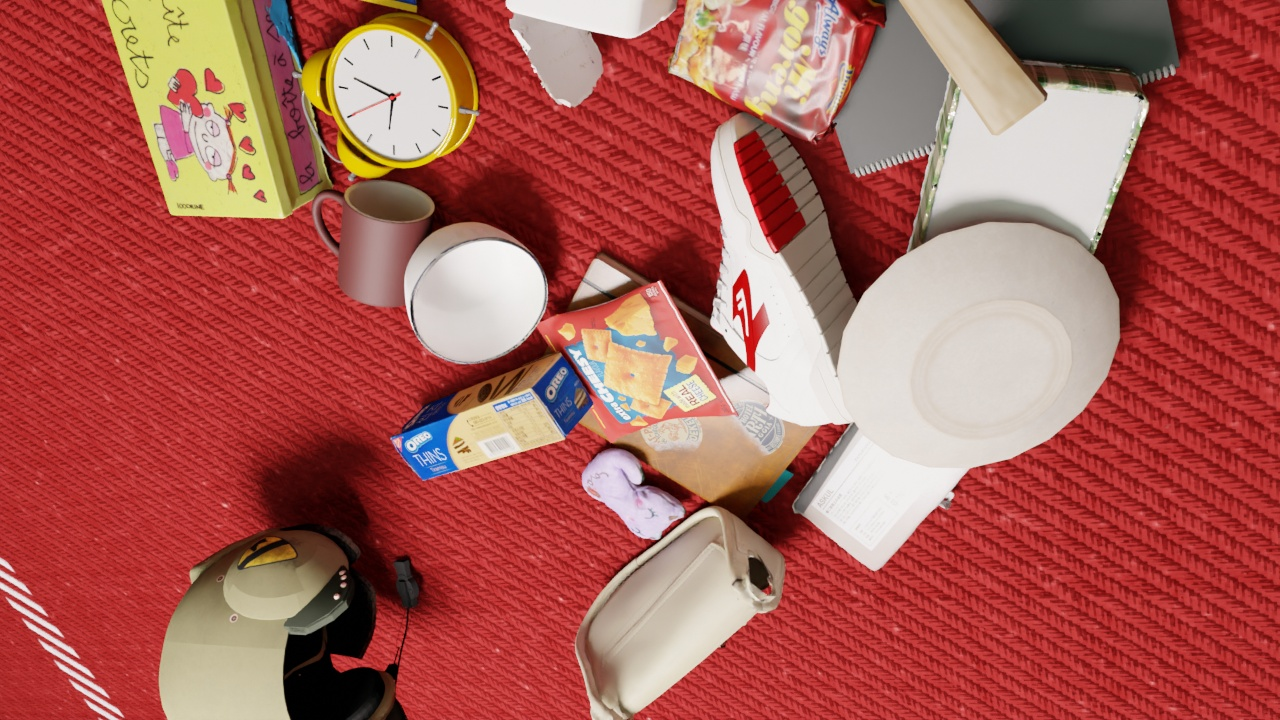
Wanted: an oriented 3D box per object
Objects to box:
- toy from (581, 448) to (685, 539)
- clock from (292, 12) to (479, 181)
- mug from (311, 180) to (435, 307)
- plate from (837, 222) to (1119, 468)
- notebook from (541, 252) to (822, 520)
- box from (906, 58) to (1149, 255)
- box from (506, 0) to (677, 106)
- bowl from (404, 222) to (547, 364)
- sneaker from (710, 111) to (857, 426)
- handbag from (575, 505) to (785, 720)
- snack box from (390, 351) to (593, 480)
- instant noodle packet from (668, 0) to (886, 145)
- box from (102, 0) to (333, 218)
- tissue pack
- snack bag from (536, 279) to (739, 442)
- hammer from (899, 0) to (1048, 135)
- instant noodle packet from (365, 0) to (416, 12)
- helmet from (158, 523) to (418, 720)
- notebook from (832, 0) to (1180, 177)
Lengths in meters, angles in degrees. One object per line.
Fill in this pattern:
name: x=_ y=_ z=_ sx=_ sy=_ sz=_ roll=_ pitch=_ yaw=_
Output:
toy: x=-0.006 y=0.124 z=0.853 sx=0.099 sy=0.036 sz=0.080 roll=37 pitch=134 yaw=-3
clock: x=-0.200 y=-0.205 z=0.722 sx=0.152 sy=0.051 sz=0.113 roll=-15 pitch=113 yaw=23
mug: x=-0.231 y=-0.104 z=0.777 sx=0.106 sy=0.073 sz=0.083 roll=21 pitch=124 yaw=5
plate: x=0.229 y=0.002 z=0.612 sx=0.189 sy=0.027 sz=0.189 roll=-1 pitch=119 yaw=-1
notebook: x=0.040 y=0.028 z=0.794 sx=0.249 sy=0.014 sz=0.179 roll=31 pitch=125 yaw=0
box: x=0.245 y=-0.095 z=0.615 sx=0.118 sy=0.050 sz=0.206 roll=7 pitch=129 yaw=9
box: x=-0.035 y=-0.225 z=0.616 sx=0.103 sy=0.109 sz=0.130 roll=16 pitch=122 yaw=11
bowl: x=-0.140 y=-0.062 z=0.753 sx=0.116 sy=0.065 sz=0.116 roll=-16 pitch=130 yaw=-20
sneaker: x=0.089 y=-0.057 z=0.683 sx=0.105 sy=0.090 sz=0.236 roll=-15 pitch=107 yaw=40
handbag: x=0.050 y=0.244 z=0.830 sx=0.132 sy=0.183 sz=0.229 roll=37 pitch=108 yaw=-7
snack box: x=-0.140 y=0.054 z=0.830 sx=0.207 sy=0.056 sz=0.057 roll=-19 pitch=112 yaw=39
instant noodle packet: x=0.084 y=-0.212 z=0.610 sx=0.135 sy=0.039 sz=0.099 roll=31 pitch=126 yaw=14
box: x=-0.341 y=-0.232 z=0.739 sx=0.124 sy=0.082 sz=0.221 roll=7 pitch=122 yaw=17
tissue pack: x=0.212 y=0.081 z=0.741 sx=0.104 sy=0.071 sz=0.182 roll=36 pitch=123 yaw=15
snack bag: x=-0.005 y=0.004 z=0.760 sx=0.144 sy=0.039 sz=0.131 roll=-15 pitch=114 yaw=41
hammer: x=0.121 y=-0.268 z=0.526 sx=0.118 sy=0.051 sz=0.323 roll=-37 pitch=90 yaw=28
instant noodle packet: x=-0.201 y=-0.330 z=0.662 sx=0.087 sy=0.026 sz=0.134 roll=15 pitch=124 yaw=7
helmet: x=-0.347 y=0.272 z=0.921 sx=0.233 sy=0.254 sz=0.250 roll=-2 pitch=117 yaw=17
notebook: x=0.213 y=-0.218 z=0.585 sx=0.207 sy=0.016 sz=0.149 roll=-15 pitch=112 yaw=27
